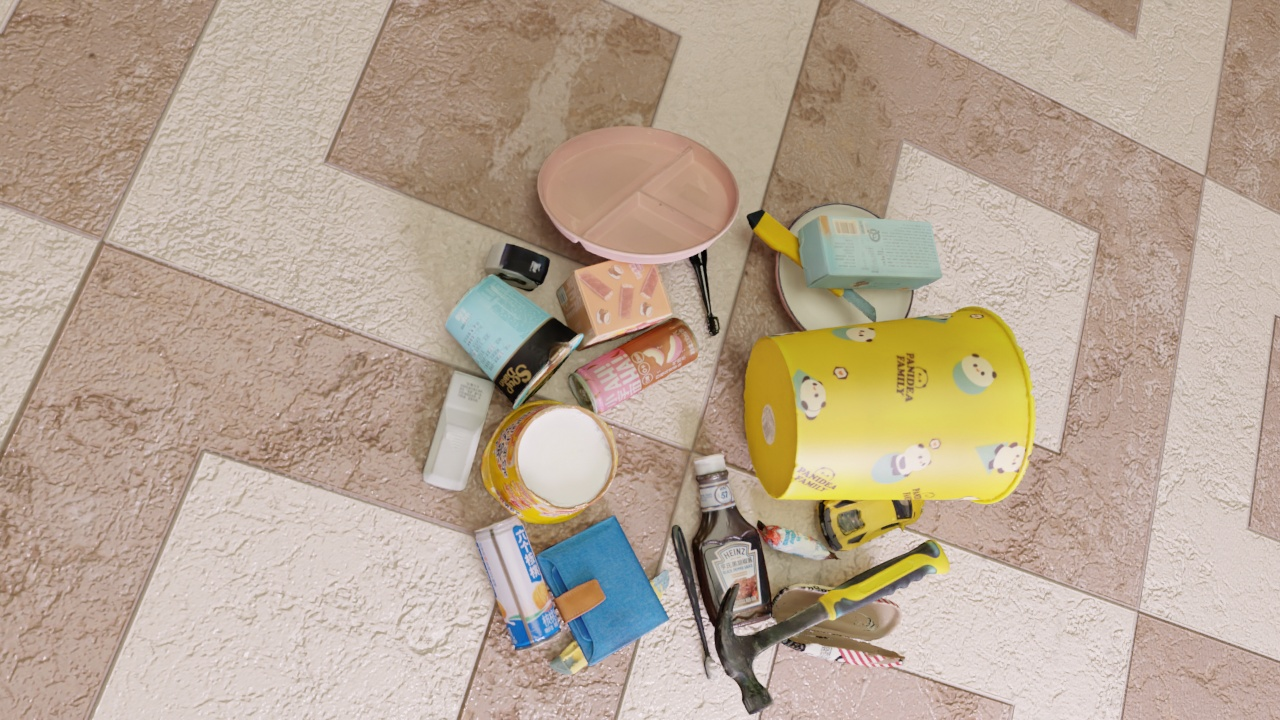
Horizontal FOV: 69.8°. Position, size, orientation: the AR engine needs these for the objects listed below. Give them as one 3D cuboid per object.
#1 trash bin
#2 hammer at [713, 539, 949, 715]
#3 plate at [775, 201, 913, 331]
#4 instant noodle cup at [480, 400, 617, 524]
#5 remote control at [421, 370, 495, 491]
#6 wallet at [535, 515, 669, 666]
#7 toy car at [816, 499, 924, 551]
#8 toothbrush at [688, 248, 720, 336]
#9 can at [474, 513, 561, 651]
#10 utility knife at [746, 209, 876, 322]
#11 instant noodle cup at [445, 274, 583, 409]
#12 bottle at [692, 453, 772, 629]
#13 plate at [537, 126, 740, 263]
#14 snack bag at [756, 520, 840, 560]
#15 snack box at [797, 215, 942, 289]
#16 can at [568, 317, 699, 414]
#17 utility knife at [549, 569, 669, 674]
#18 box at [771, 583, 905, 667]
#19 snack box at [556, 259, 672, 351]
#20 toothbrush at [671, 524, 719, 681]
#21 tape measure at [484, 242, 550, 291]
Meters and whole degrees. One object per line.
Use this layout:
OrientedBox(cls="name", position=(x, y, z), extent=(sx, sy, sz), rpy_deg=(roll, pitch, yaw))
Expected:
OrientedBox(cls="trash bin", position=(0.266, 0.057, 1.041), extent=(0.255, 0.230, 0.229), rpy_deg=(-3, 82, -11))
OrientedBox(cls="hammer", position=(0.221, 0.269, 1.030), extent=(0.322, 0.032, 0.126), rpy_deg=(-17, 69, -28))
OrientedBox(cls="plate", position=(0.252, -0.102, 1.155), extent=(0.192, 0.039, 0.192), rpy_deg=(3, 80, -17))
OrientedBox(cls="instant noodle cup", position=(-0.090, 0.106, 0.977), extent=(0.138, 0.110, 0.138), rpy_deg=(3, 81, -16))
OrientedBox(cls="remote control", position=(-0.197, 0.077, 0.994), extent=(0.049, 0.024, 0.124), rpy_deg=(17, 76, -14))
OrientedBox(cls="wallet", position=(-0.043, 0.248, 0.999), extent=(0.106, 0.040, 0.133), rpy_deg=(-24, 77, -21))
OrientedBox(cls="toy car", position=(0.284, 0.181, 1.117), extent=(0.155, 0.041, 0.071), rpy_deg=(-16, 86, -20))
OrientedBox(cls="toothbrush", position=(0.069, -0.134, 1.110), extent=(0.026, 0.027, 0.212), rpy_deg=(-9, 83, -25))
OrientedBox(cls="can", position=(-0.131, 0.234, 0.972), extent=(0.053, 0.053, 0.134), rpy_deg=(-20, 87, -19))
OrientedBox(cls="utility knife", position=(0.209, -0.113, 1.112), extent=(0.209, 0.015, 0.033), rpy_deg=(38, 66, -8))
OrientedBox(cls="instant noodle cup", position=(-0.141, -0.028, 0.991), extent=(0.120, 0.111, 0.111), rpy_deg=(43, 71, 1))
OrientedBox(cls="bottle", position=(0.097, 0.205, 1.054), extent=(0.079, 0.044, 0.194), rpy_deg=(-9, 83, -17))
OrientedBox(cls="plate", position=(-0.002, -0.189, 1.043), extent=(0.229, 0.028, 0.229), rpy_deg=(3, 50, -4))
OrientedBox(cls="snack bag", position=(0.183, 0.216, 1.078), extent=(0.105, 0.045, 0.026), rpy_deg=(20, 88, -13))
OrientedBox(cls="snack box", position=(0.277, -0.128, 1.108), extent=(0.174, 0.052, 0.074), rpy_deg=(-1, 76, -24))
OrientedBox(cls="can", position=(-0.006, 0.006, 1.047), extent=(0.147, 0.058, 0.058), rpy_deg=(-29, 90, -20))
OrientedBox(cls="utility knife", position=(-0.029, 0.291, 1.018), extent=(0.167, 0.018, 0.031), rpy_deg=(-37, 98, -24))
OrientedBox(cls="box", position=(0.230, 0.301, 1.064), extent=(0.162, 0.076, 0.088), rpy_deg=(11, 82, -12))
OrientedBox(cls="snack box", position=(-0.031, -0.066, 1.033), extent=(0.094, 0.093, 0.077), rpy_deg=(-18, 86, -20))
OrientedBox(cls="toothbrush", position=(0.062, 0.276, 1.046), extent=(0.015, 0.018, 0.181), rpy_deg=(-13, 83, -14))
OrientedBox(cls="tape measure", position=(-0.139, -0.104, 1.020), extent=(0.066, 0.066, 0.033), rpy_deg=(19, 77, -15))
